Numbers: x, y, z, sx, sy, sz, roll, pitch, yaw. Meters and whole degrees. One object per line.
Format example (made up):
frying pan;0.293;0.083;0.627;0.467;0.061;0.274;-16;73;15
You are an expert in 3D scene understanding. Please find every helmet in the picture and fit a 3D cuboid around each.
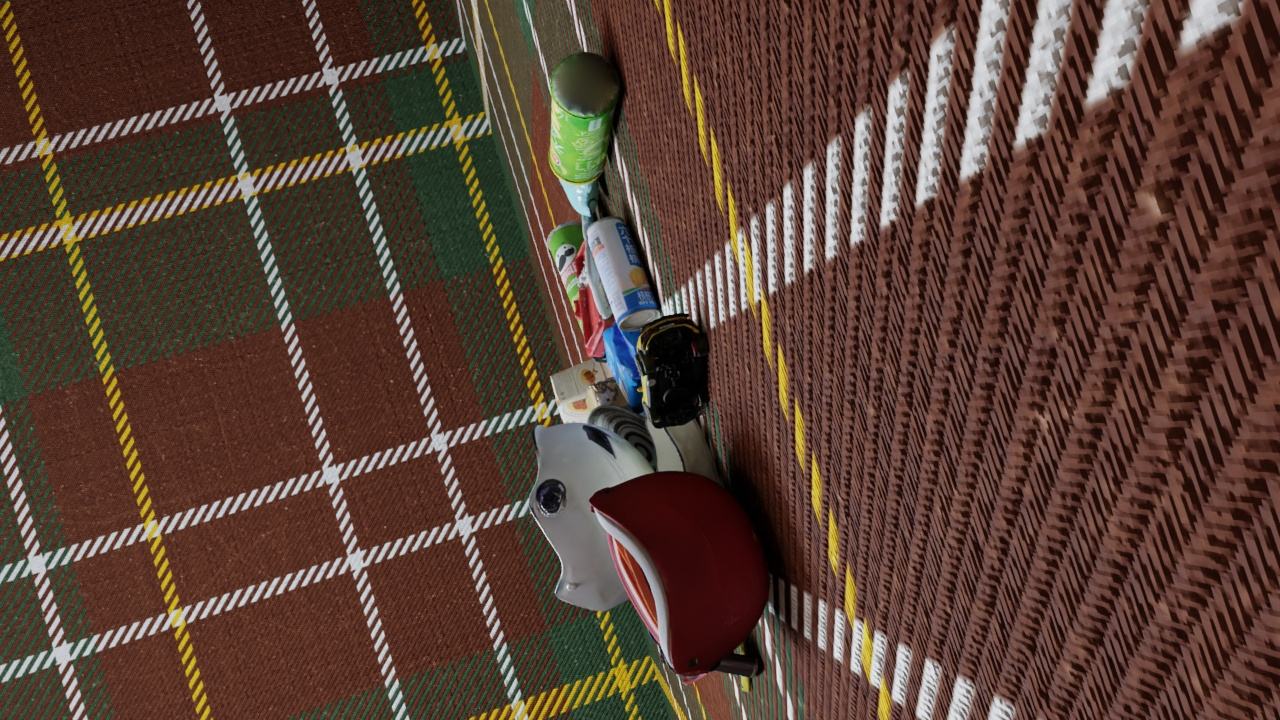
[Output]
helmet;0.050;0.207;0.941;0.207;0.143;0.240;60;170;17
helmet;-0.041;0.192;1.212;0.229;0.146;0.258;43;-148;-71

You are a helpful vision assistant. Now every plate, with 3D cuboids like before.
plate;0.057;0.142;1.111;0.205;0.045;0.205;162;91;-81
plate;0.000;0.127;1.291;0.179;0.024;0.180;30;145;23

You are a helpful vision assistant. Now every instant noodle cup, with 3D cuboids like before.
instant noodle cup;-0.086;0.058;1.615;0.116;0.124;0.116;81;168;-46

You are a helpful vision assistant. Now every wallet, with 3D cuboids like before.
wallet;0.085;0.379;1.155;0.096;0.122;0.020;87;-169;-63

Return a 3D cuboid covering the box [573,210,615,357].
box;-0.064;-0.121;1.282;0.161;0.059;0.200;97;169;-46

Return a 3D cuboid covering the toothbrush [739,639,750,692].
toothbrush;0.130;0.374;1.189;0.015;0.016;0.190;-115;11;-50

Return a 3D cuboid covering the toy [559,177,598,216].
toy;-0.088;-0.264;1.242;0.156;0.049;0.161;144;114;-76

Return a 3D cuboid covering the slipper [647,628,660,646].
slipper;0.059;0.324;1.174;0.253;0.105;0.095;99;-173;-64

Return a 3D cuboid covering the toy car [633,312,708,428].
toy car;0.031;0.015;0.937;0.156;0.071;0.041;82;167;-51

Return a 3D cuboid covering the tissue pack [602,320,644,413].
tissue pack;-0.007;0.007;1.223;0.095;0.052;0.157;62;171;21

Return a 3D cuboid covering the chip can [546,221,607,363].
chip can;-0.079;-0.108;1.425;0.072;0.072;0.235;86;165;-56

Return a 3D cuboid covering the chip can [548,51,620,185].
chip can;-0.066;-0.263;1.020;0.221;0.072;0.072;130;123;-80

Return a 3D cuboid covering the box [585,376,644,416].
box;-0.040;0.069;1.461;0.184;0.089;0.062;99;152;-77

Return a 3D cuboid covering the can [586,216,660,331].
can;-0.022;-0.105;1.108;0.053;0.053;0.134;94;157;-69

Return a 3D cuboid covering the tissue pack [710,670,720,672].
tissue pack;0.092;0.398;1.368;0.093;0.050;0.133;95;157;-64
